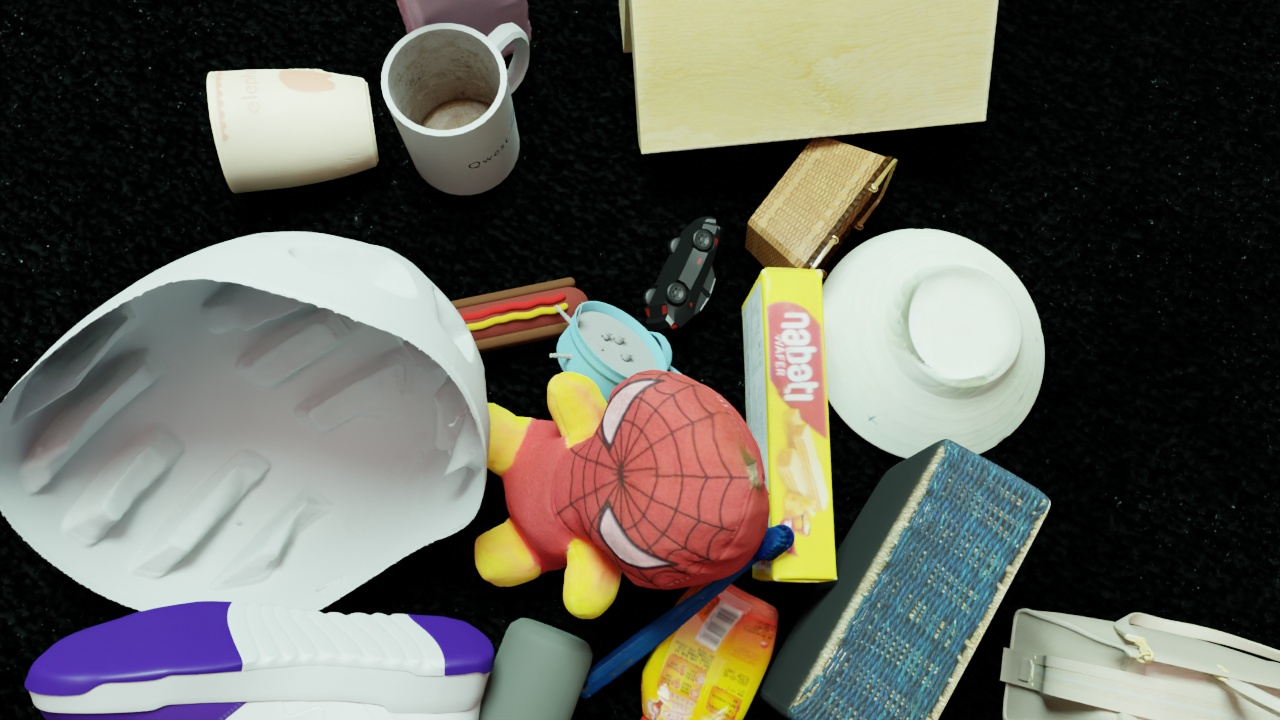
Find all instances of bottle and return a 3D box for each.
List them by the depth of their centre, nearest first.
[{"bbox_3d":[-0.075,0.225,0.585,0.060,0.060,0.108,21,77,3],"label":"bottle"},{"bbox_3d":[0.037,0.211,0.598,0.071,0.048,0.134,28,78,2],"label":"bottle"}]

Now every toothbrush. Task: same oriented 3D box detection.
[{"bbox_3d":[0.022,0.160,0.575,0.190,0.017,0.016,-43,59,22],"label":"toothbrush"}]

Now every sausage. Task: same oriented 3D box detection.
[{"bbox_3d":[-0.113,-0.026,0.651,0.155,0.040,0.040,-12,78,-5],"label":"sausage"}]

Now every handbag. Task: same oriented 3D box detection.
[{"bbox_3d":[0.339,0.205,0.534,0.194,0.198,0.101,12,77,0],"label":"handbag"}]

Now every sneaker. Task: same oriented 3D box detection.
[{"bbox_3d":[-0.212,0.209,0.529,0.244,0.092,0.111,7,96,-19],"label":"sneaker"}]

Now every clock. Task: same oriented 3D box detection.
[{"bbox_3d":[-0.003,0.004,0.625,0.123,0.087,0.042,29,121,-21],"label":"clock"}]

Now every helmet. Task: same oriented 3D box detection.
[{"bbox_3d":[-0.228,0.046,0.547,0.282,0.183,0.224,-38,116,1],"label":"helmet"}]

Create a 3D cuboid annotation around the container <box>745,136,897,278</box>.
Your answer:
[{"bbox_3d":[0.128,-0.108,0.669,0.061,0.063,0.113,36,78,13],"label":"container"}]

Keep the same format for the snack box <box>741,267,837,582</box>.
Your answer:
[{"bbox_3d":[0.097,0.046,0.616,0.042,0.092,0.200,0,77,-2],"label":"snack box"}]

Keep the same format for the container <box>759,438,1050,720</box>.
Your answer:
[{"bbox_3d":[0.154,0.150,0.567,0.071,0.145,0.187,32,78,8],"label":"container"}]

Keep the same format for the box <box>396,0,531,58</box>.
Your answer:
[{"bbox_3d":[-0.138,-0.284,0.610,0.099,0.233,0.080,-33,80,-8],"label":"box"}]

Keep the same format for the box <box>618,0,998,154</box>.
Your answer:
[{"bbox_3d":[0.113,-0.250,0.651,0.248,0.142,0.179,-6,60,-2],"label":"box"}]

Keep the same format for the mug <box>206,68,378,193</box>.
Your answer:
[{"bbox_3d":[-0.248,-0.177,0.666,0.104,0.085,0.111,-7,48,-13],"label":"mug"}]

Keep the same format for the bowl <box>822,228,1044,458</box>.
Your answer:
[{"bbox_3d":[0.214,-0.018,0.647,0.176,0.058,0.176,1,79,-5],"label":"bowl"}]

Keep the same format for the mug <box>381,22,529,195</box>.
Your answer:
[{"bbox_3d":[-0.121,-0.190,0.658,0.083,0.096,0.119,36,78,6],"label":"mug"}]

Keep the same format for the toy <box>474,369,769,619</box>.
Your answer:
[{"bbox_3d":[-0.014,0.076,0.559,0.217,0.098,0.147,-11,87,39],"label":"toy"}]

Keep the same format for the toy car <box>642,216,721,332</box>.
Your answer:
[{"bbox_3d":[0.035,-0.061,0.665,0.036,0.042,0.091,31,76,-21],"label":"toy car"}]
